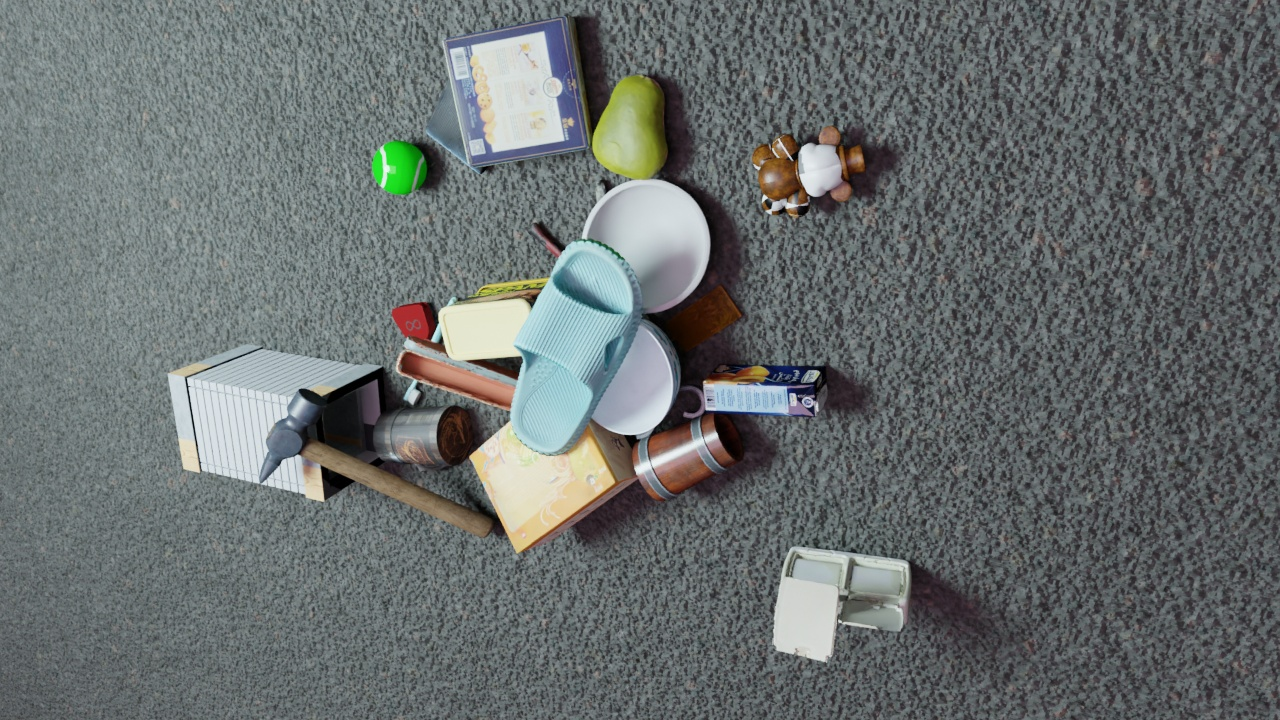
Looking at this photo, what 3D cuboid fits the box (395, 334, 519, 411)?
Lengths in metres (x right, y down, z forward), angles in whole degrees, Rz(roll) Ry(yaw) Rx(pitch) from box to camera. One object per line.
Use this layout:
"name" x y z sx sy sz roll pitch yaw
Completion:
"box" -0.211 0.022 1.146 0.187 0.056 0.067 20 159 -16

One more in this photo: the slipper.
"slipper" -0.081 0.000 1.008 0.116 0.069 0.277 25 117 2

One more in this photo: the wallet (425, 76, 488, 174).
"wallet" -0.199 -0.293 1.090 0.089 0.026 0.115 36 118 6

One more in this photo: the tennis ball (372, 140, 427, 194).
"tennis ball" -0.296 -0.237 1.129 0.065 0.065 0.065 8 110 21

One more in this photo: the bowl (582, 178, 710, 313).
"bowl" 0.010 -0.127 1.039 0.150 0.043 0.149 1 92 17

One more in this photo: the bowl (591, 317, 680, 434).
"bowl" -0.006 0.006 1.067 0.144 0.074 0.144 12 113 30

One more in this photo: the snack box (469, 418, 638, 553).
"snack box" -0.104 0.128 1.150 0.196 0.080 0.145 -39 72 32

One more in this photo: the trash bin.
"trash bin" -0.501 0.080 1.282 0.247 0.142 0.142 8 111 21

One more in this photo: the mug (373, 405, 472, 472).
"mug" -0.288 0.114 1.248 0.107 0.079 0.116 -2 133 25

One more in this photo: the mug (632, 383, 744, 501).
"mug" 0.050 0.094 1.089 0.111 0.081 0.117 -28 87 25

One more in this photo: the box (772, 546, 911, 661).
"box" 0.223 0.250 1.005 0.144 0.180 0.080 3 108 15

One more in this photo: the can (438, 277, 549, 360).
"can" -0.160 -0.049 1.112 0.135 0.104 0.075 -4 106 24

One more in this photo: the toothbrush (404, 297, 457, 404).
"toothbrush" -0.279 -0.012 1.227 0.016 0.016 0.181 36 118 12

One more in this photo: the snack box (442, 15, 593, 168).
"snack box" -0.135 -0.300 1.031 0.145 0.042 0.144 -7 106 9

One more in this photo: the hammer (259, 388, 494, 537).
"hammer" -0.332 0.162 1.201 0.321 0.040 0.129 31 99 -26

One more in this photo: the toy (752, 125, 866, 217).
"toy" 0.174 -0.195 0.946 0.113 0.067 0.087 -11 103 17

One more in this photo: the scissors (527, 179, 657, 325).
"scissors" -0.051 -0.122 1.091 0.198 0.015 0.180 25 116 13

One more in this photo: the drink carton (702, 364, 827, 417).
"drink carton" 0.142 0.033 1.033 0.130 0.064 0.040 1 110 24

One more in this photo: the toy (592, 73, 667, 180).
"toy" -0.006 -0.256 1.003 0.090 0.051 0.110 25 111 27

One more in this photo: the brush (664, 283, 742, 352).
"brush" 0.056 -0.036 1.073 0.127 0.017 0.048 -34 92 29

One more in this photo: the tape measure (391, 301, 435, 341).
"tape measure" -0.300 -0.050 1.222 0.059 0.019 0.051 -5 108 32
